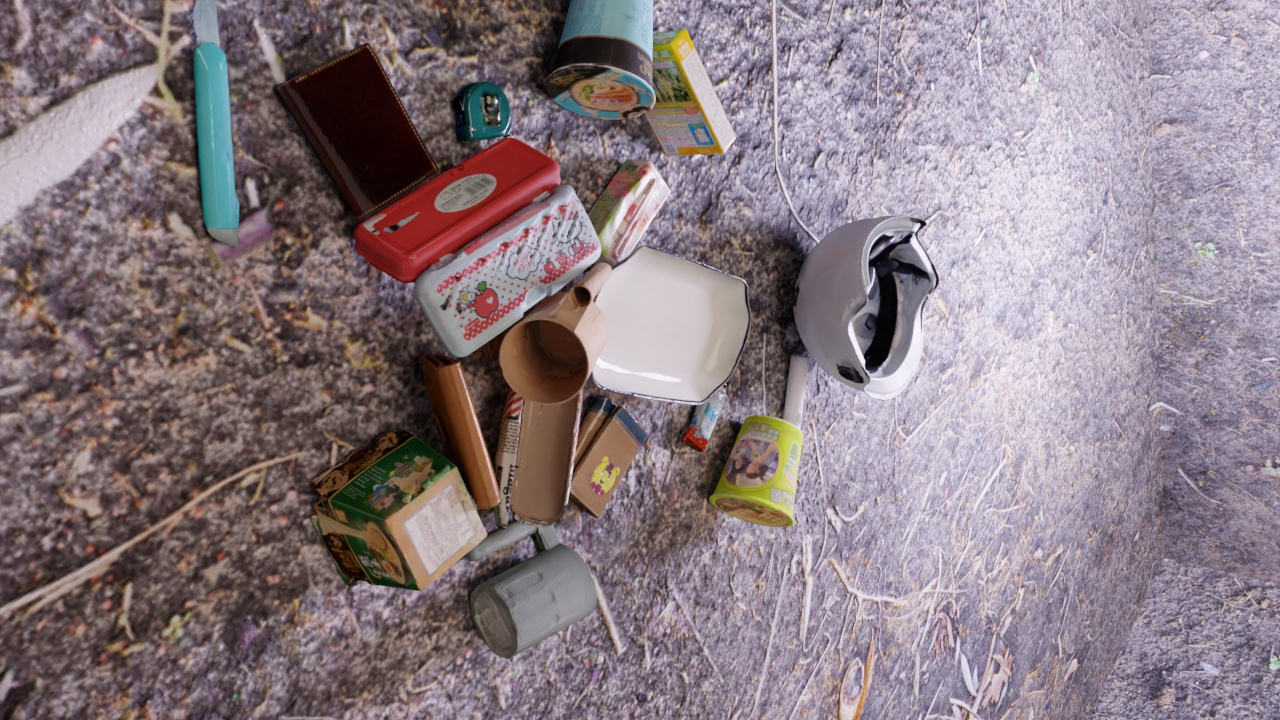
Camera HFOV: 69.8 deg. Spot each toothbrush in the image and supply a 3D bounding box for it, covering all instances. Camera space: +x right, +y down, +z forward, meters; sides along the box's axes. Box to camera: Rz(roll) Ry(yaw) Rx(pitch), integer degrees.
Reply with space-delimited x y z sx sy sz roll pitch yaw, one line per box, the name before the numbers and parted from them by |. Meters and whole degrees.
toothbrush | 0.211 0.101 1.294 0.026 0.026 0.221 5 93 -37

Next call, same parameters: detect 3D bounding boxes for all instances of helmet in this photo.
helmet | 0.296 -0.076 1.268 0.228 0.146 0.259 -52 138 -26

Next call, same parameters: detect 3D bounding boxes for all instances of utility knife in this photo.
utility knife | -0.320 -0.178 0.690 0.029 0.013 0.185 -11 106 -49

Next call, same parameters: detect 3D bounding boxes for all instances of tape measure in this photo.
tape measure | -0.146 -0.232 0.857 0.058 0.025 0.054 -23 114 -43

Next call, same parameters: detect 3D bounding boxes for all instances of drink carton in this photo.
drink carton | -0.019 -0.156 0.990 0.122 0.046 0.053 -58 134 -22

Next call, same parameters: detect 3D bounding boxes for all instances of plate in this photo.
plate | 0.028 -0.037 1.024 0.265 0.034 0.162 10 101 -48

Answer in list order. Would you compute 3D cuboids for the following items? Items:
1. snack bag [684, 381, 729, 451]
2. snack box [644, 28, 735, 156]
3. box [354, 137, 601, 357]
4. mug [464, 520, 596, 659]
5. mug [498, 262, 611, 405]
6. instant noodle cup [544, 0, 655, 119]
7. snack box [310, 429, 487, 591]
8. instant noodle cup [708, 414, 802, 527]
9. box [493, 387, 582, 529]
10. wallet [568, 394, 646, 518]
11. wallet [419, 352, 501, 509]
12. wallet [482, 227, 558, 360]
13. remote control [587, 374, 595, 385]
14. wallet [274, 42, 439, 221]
snack bag | 0.083 0.065 1.152 0.045 0.026 0.105 33 72 -35
snack box | 0.038 -0.287 0.997 0.033 0.087 0.140 -55 131 -24
box | -0.135 -0.110 0.818 0.157 0.070 0.200 48 55 1
mug | -0.118 0.227 0.939 0.103 0.084 0.124 -20 84 -42
mug | -0.069 -0.031 0.864 0.125 0.084 0.103 -60 -179 21
instant noodle cup | -0.032 -0.319 0.913 0.111 0.111 0.120 18 74 -47
snack box | -0.204 0.138 0.801 0.118 0.106 0.117 -38 123 -35
instant noodle cup | 0.160 0.140 1.195 0.111 0.112 0.123 39 61 -43
box | -0.108 0.089 0.915 0.086 0.075 0.162 -3 102 -77
wallet | -0.046 0.107 1.020 0.090 0.033 0.115 48 66 -41
wallet | -0.164 0.059 0.828 0.035 0.119 0.131 -20 103 -23
wallet | -0.126 -0.071 0.913 0.101 0.020 0.115 -33 122 -37
remote control | -0.006 0.006 1.051 0.135 0.019 0.056 8 91 -47
wallet | -0.232 -0.191 0.768 0.096 0.020 0.122 -44 119 -36
